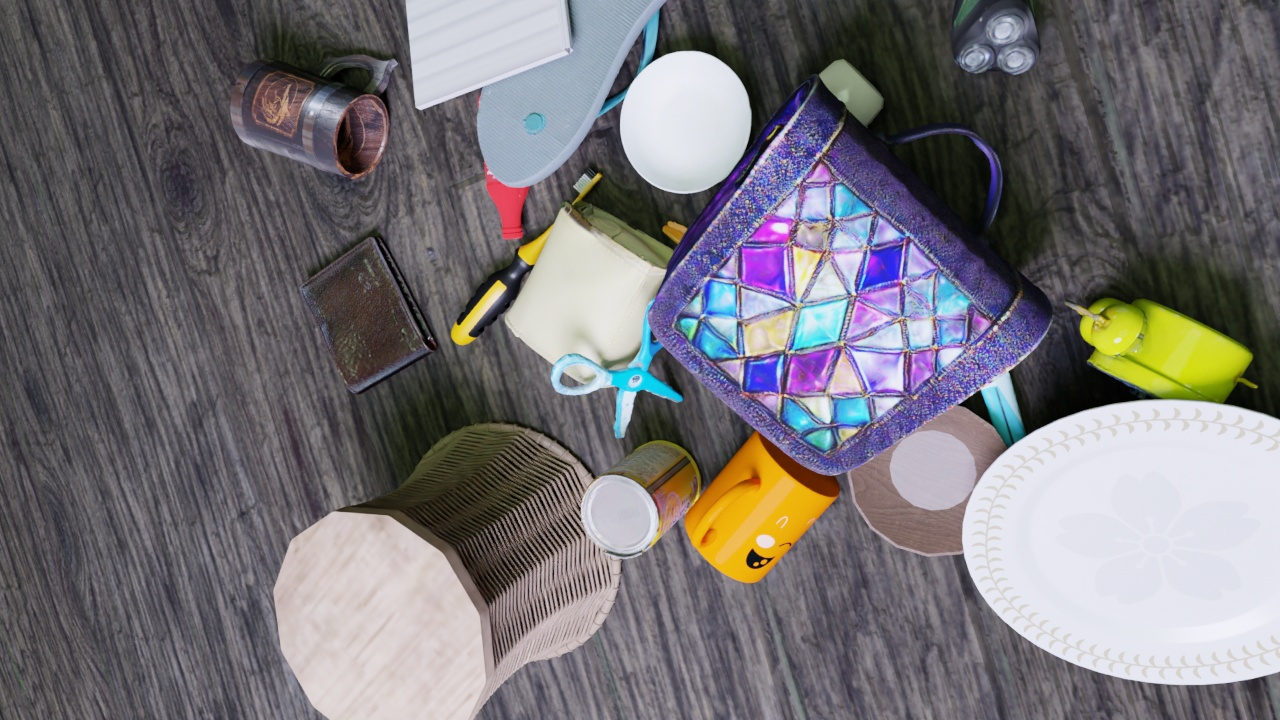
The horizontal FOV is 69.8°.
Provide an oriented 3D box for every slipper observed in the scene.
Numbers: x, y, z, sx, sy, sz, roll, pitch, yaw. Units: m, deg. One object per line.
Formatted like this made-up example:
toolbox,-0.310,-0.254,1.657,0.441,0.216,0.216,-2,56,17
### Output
slipper,-0.036,-0.254,0.712,0.098,0.054,0.269,39,100,13

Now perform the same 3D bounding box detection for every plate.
plate,0.037,-0.181,0.702,0.104,0.026,0.104,4,100,21
plate,0.341,0.123,0.603,0.243,0.016,0.243,12,126,16

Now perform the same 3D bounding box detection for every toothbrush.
toothbrush,-0.097,-0.084,0.775,0.031,0.031,0.197,43,108,-2

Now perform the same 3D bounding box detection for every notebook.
notebook,-0.128,-0.317,0.723,0.143,0.009,0.209,-12,79,24

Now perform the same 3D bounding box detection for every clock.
clock,0.324,-0.005,0.586,0.119,0.083,0.057,30,104,11

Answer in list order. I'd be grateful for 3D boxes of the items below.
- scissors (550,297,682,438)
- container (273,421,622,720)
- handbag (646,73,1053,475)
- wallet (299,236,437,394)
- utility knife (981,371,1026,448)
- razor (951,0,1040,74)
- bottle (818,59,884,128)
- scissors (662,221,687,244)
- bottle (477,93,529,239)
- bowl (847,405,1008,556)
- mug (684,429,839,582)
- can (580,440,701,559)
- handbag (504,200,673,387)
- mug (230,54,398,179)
scissors,-0.003,0.003,0.707,0.138,0.134,0.011,-54,43,12
container,-0.157,0.183,0.756,0.227,0.195,0.227,4,101,22
handbag,0.138,-0.060,0.600,0.205,0.125,0.222,41,114,-9
wallet,-0.253,-0.040,0.847,0.100,0.031,0.120,-27,88,21
utility knife,0.282,0.093,0.660,0.022,0.015,0.181,-18,95,27
razor,0.234,-0.259,0.587,0.054,0.067,0.151,5,94,6
bottle,0.108,-0.148,0.664,0.051,0.051,0.146,48,113,8
scissors,0.069,-0.073,0.716,0.128,0.013,0.064,39,111,10
bottle,-0.111,-0.161,0.761,0.036,0.036,0.119,0,100,22
bowl,0.214,0.084,0.675,0.118,0.030,0.118,4,101,22
mug,0.082,0.109,0.690,0.077,0.112,0.096,49,114,28
can,0.002,0.108,0.726,0.068,0.104,0.068,4,101,21
handbag,-0.037,-0.056,0.730,0.111,0.081,0.119,35,112,21
mug,-0.279,-0.226,0.803,0.107,0.080,0.115,22,81,16
